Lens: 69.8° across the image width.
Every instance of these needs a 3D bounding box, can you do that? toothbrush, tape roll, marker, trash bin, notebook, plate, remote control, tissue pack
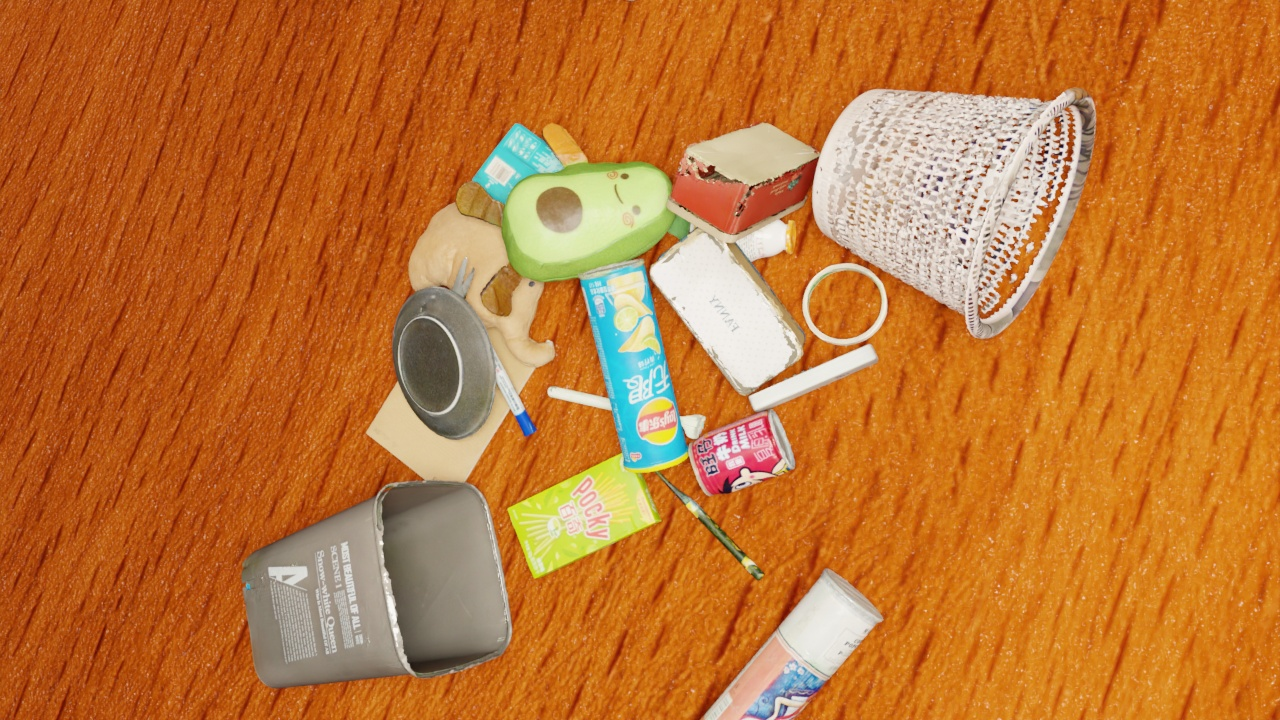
[{"bbox_3d":[-0.020,0.054,1.017,0.190,0.020,0.029,12,61,22],"label":"toothbrush"},{"bbox_3d":[0.212,-0.059,0.955,0.086,0.014,0.085,-3,81,19],"label":"tape roll"},{"bbox_3d":[-0.158,0.020,1.039,0.017,0.016,0.146,-24,101,14],"label":"marker"},{"bbox_3d":[0.065,0.160,0.974,0.017,0.012,0.186,-44,70,-3],"label":"toothbrush"},{"bbox_3d":[-0.291,0.252,0.996,0.220,0.198,0.199,-19,76,22],"label":"trash bin"},{"bbox_3d":[-0.223,0.039,1.095,0.149,0.012,0.211,33,93,21],"label":"notebook"},{"bbox_3d":[-0.233,0.005,1.044,0.180,0.024,0.179,10,106,39],"label":"plate"},{"bbox_3d":[0.175,0.019,0.933,0.135,0.056,0.019,-25,80,15],"label":"remote control"},{"bbox_3d":[0.278,-0.158,0.856,0.192,0.227,0.227,28,91,33],"label":"trash bin"},{"bbox_3d":[-0.123,-0.209,1.077,0.133,0.050,0.093,38,93,20],"label":"tissue pack"}]

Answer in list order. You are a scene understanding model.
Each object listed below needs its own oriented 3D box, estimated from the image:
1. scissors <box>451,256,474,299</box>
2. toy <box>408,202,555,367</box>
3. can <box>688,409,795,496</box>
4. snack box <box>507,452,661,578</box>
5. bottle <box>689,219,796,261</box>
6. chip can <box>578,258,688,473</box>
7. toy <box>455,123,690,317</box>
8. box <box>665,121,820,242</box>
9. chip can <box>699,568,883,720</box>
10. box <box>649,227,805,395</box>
[{"bbox_3d":[-0.214,-0.038,1.047,0.172,0.014,0.146,-13,94,44],"label":"scissors"},{"bbox_3d":[-0.171,-0.092,1.061,0.226,0.082,0.143,41,106,21],"label":"toy"},{"bbox_3d":[0.103,0.096,0.941,0.094,0.066,0.066,-22,75,15],"label":"can"},{"bbox_3d":[-0.063,0.170,1.010,0.156,0.026,0.085,-27,75,13],"label":"snack box"},{"bbox_3d":[0.109,-0.133,0.976,0.108,0.063,0.063,5,83,20],"label":"bottle"},{"bbox_3d":[-0.006,0.006,0.943,0.071,0.071,0.210,-10,101,18],"label":"chip can"},{"bbox_3d":[-0.071,-0.150,0.991,0.247,0.090,0.227,-17,87,0],"label":"toy"},{"bbox_3d":[0.109,-0.191,0.923,0.091,0.167,0.080,35,129,21],"label":"box"},{"bbox_3d":[0.139,0.307,0.893,0.071,0.071,0.215,41,96,20],"label":"chip can"},{"bbox_3d":[0.086,-0.060,0.939,0.090,0.061,0.184,-34,93,19],"label":"box"}]
